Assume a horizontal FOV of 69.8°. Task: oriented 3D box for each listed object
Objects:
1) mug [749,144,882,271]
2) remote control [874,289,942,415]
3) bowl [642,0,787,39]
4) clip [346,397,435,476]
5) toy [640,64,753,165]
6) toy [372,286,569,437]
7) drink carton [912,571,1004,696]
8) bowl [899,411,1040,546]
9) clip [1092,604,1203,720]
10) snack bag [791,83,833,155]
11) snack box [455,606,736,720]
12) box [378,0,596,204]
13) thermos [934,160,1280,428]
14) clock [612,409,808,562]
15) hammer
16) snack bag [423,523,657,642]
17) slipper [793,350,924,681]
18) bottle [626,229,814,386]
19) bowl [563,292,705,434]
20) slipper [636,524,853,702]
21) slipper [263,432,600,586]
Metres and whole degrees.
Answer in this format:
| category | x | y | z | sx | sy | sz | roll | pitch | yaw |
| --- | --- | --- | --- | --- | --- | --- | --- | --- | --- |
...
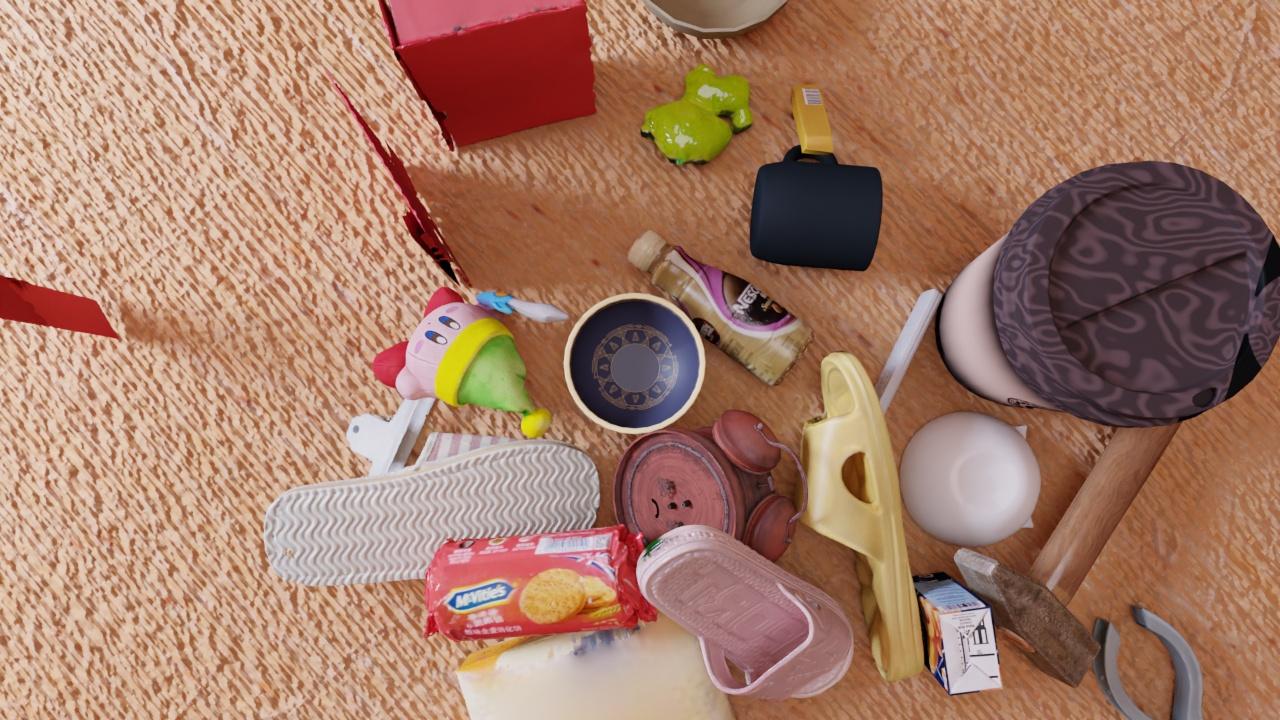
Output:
| category | x | y | z | sx | sy | sz | roll | pitch | yaw |
| --- | --- | --- | --- | --- | --- | --- | --- | --- | --- |
| mug | 0.142 | -0.134 | 0.762 | 0.094 | 0.085 | 0.121 | 5 | 57 | 0 |
| remote control | 0.217 | 0.001 | 0.769 | 0.012 | 0.033 | 0.131 | 27 | 86 | -2 |
| bowl | 0.063 | -0.344 | 0.787 | 0.152 | 0.050 | 0.152 | 0 | 86 | 0 |
| clip | -0.216 | 0.067 | 0.767 | 0.056 | 0.056 | 0.102 | 25 | 85 | -22 |
| toy | 0.050 | -0.207 | 0.786 | 0.094 | 0.036 | 0.093 | 12 | 81 | -5 |
| toy | -0.127 | 0.001 | 0.735 | 0.131 | 0.097 | 0.124 | 20 | 57 | 36 |
| drink carton | 0.235 | 0.207 | 0.706 | 0.040 | 0.130 | 0.064 | -7 | 87 | 3 |
| bowl | 0.276 | 0.098 | 0.752 | 0.115 | 0.050 | 0.114 | 0 | 86 | 0 |
| clip | 0.443 | 0.275 | 0.749 | 0.112 | 0.028 | 0.163 | -20 | 87 | 1 |
| snack bag | 0.144 | -0.203 | 0.772 | 0.026 | 0.020 | 0.099 | 0 | 48 | -2 |
| snack box | -0.030 | 0.275 | 0.726 | 0.195 | 0.080 | 0.145 | -19 | 85 | -1 |
| box | -0.162 | -0.322 | 0.711 | 0.198 | 0.217 | 0.351 | -18 | 85 | -2 |
| thermos | 0.316 | -0.035 | 0.674 | 0.173 | 0.226 | 0.172 | 0 | 85 | 0 |
| clock | 0.057 | 0.104 | 0.711 | 0.158 | 0.072 | 0.120 | -17 | 85 | 39 |
| hammer | 0.376 | 0.096 | 0.739 | 0.158 | 0.037 | 0.300 | 43 | 78 | -25 |
| snack bag | -0.077 | 0.167 | 0.694 | 0.176 | 0.082 | 0.082 | -6 | 85 | 8 |
| slipper | 0.162 | 0.126 | 0.730 | 0.078 | 0.099 | 0.263 | -12 | 90 | 1 |
| bottle | 0.063 | -0.048 | 0.761 | 0.166 | 0.059 | 0.059 | 37 | 87 | 5 |
| bowl | -0.004 | 0.004 | 0.756 | 0.112 | 0.061 | 0.112 | 0 | 86 | 0 |
| slipper | 0.090 | 0.202 | 0.675 | 0.094 | 0.064 | 0.239 | -37 | 126 | 14 |
| slipper | -0.165 | 0.118 | 0.745 | 0.262 | 0.052 | 0.115 | -8 | 101 | -13 |
